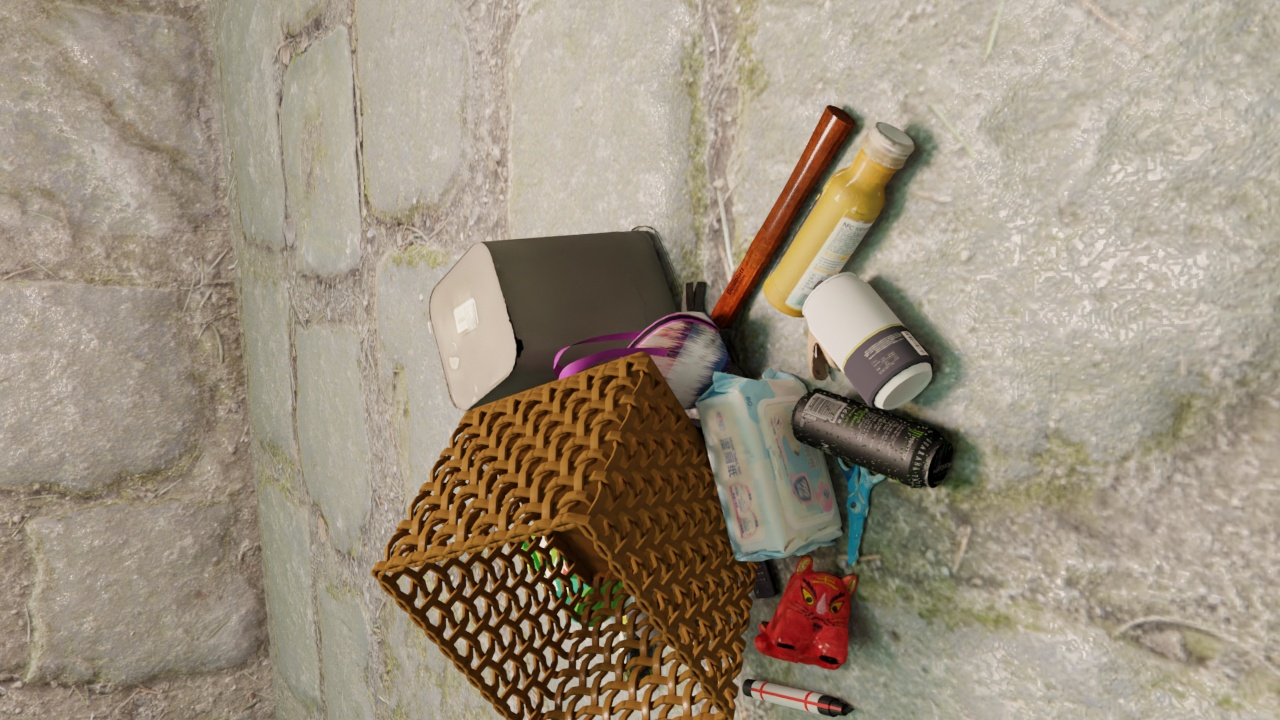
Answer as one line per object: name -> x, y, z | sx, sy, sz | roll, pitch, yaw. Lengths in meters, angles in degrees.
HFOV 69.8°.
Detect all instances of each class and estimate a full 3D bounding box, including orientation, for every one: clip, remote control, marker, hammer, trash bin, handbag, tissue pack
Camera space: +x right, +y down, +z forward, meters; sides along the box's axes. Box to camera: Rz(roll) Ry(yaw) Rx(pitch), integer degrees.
clip -> 0.169, -0.009, 0.858 | 0.039, 0.024, 0.060 | -48, 48, 42
remote control -> 0.115, 0.181, 0.966 | 0.032, 0.015, 0.136 | -30, 74, 51
marker -> 0.159, 0.342, 0.929 | 0.146, 0.019, 0.019 | -13, 85, 53
hammer -> 0.121, -0.113, 0.901 | 0.111, 0.028, 0.302 | 55, 135, 31
trash bin -> -0.097, -0.038, 1.031 | 0.198, 0.219, 0.197 | -35, 66, 45
handbag -> -0.005, 0.005, 0.918 | 0.145, 0.169, 0.068 | -61, 42, 43
tissue pack -> 0.122, 0.093, 0.859 | 0.070, 0.111, 0.181 | -22, 78, 45

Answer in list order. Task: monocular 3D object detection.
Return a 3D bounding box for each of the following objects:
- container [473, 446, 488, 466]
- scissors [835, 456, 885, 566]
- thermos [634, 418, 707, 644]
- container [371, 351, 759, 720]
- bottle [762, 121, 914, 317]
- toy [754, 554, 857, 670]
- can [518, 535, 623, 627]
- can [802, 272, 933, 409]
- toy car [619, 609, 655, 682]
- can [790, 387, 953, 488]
container -> -0.148, 0.048, 1.213 | 0.132, 0.132, 0.167 | 35, 117, 45
scissors -> 0.202, 0.126, 0.846 | 0.066, 0.015, 0.135 | 14, 109, 49
thermos -> 0.034, 0.185, 1.018 | 0.082, 0.082, 0.240 | 12, 105, 52
container -> -0.048, 0.174, 0.838 | 0.220, 0.213, 0.251 | -19, 119, 27
bottle -> 0.173, -0.121, 0.809 | 0.053, 0.053, 0.187 | 57, 136, 31
toy -> 0.161, 0.248, 0.892 | 0.133, 0.088, 0.093 | 123, 165, -64
can -> -0.091, 0.275, 1.199 | 0.144, 0.082, 0.083 | 35, 123, 45
can -> 0.191, -0.021, 0.790 | 0.127, 0.064, 0.064 | 58, 136, 30
toy car -> -0.006, 0.348, 1.126 | 0.033, 0.048, 0.105 | 14, 106, 51
can -> 0.197, 0.066, 0.794 | 0.138, 0.053, 0.054 | 21, 112, 41
